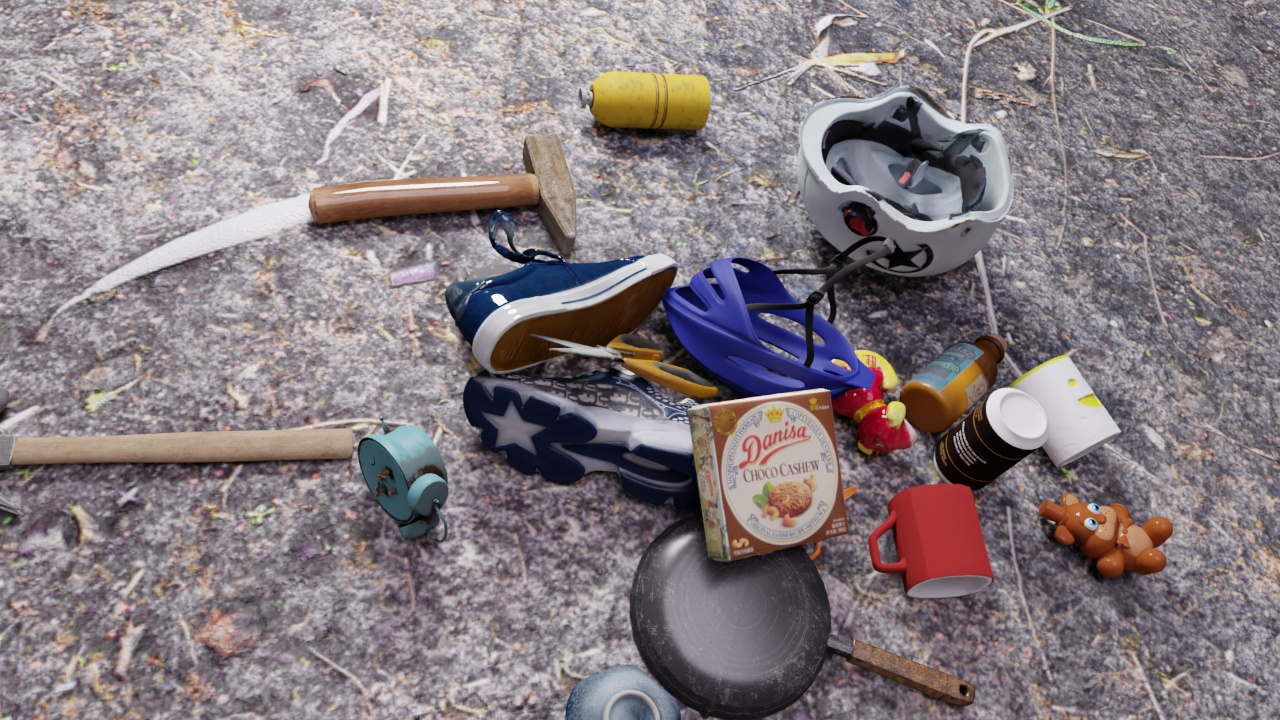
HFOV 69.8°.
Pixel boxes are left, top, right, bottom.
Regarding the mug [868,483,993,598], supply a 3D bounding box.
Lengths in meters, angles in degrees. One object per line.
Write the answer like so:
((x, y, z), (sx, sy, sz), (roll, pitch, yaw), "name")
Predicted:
((0.291, 0.186, 0.943), (0.116, 0.081, 0.096), (0, 60, -7), "mug")

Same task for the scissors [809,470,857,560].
((0.176, 0.151, 0.973), (0.084, 0.012, 0.132), (38, 59, 8), "scissors")

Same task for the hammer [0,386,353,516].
((-0.439, 0.081, 0.850), (0.330, 0.031, 0.119), (1, 60, -18), "hammer")

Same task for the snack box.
((0.124, 0.107, 0.882), (0.143, 0.041, 0.147), (-5, 86, -28), "snack box")

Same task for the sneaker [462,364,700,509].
((-0.042, 0.051, 0.939), (0.269, 0.103, 0.132), (17, 42, -5), "sneaker")

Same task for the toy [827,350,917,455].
((0.249, 0.043, 1.031), (0.105, 0.067, 0.137), (-11, 55, -13), "toy")

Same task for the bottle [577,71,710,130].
((0.002, -0.337, 1.187), (0.163, 0.071, 0.071), (-2, 60, -16), "bottle")

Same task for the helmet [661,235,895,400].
((0.154, -0.060, 0.969), (0.241, 0.228, 0.147), (33, 31, 7), "helmet")

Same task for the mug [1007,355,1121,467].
((0.491, 0.059, 1.070), (0.082, 0.083, 0.106), (-18, 67, -24), "mug")

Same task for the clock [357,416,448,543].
((-0.212, 0.114, 0.848), (0.053, 0.090, 0.124), (-29, 70, -38), "clock")

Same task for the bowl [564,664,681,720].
((-0.012, 0.317, 0.797), (0.110, 0.055, 0.110), (6, 58, -10), "bowl")

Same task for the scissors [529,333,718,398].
((-0.010, 0.002, 0.921), (0.166, 0.016, 0.224), (32, 15, 25), "scissors")

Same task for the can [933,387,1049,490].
((0.378, 0.088, 0.994), (0.072, 0.129, 0.071), (7, 58, -11), "can")

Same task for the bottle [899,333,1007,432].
((0.375, 0.017, 1.073), (0.156, 0.068, 0.068), (-34, 73, -29), "bottle")

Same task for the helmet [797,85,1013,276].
((0.307, -0.205, 1.134), (0.264, 0.164, 0.235), (20, 52, 5), "helmet")

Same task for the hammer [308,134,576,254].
((-0.223, -0.184, 1.054), (0.300, 0.037, 0.157), (-7, 62, -18), "hammer")

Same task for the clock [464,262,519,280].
((-0.151, -0.054, 0.990), (0.091, 0.044, 0.122), (1, 61, -17), "clock")

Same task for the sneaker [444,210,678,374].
((-0.081, -0.082, 0.961), (0.293, 0.121, 0.127), (-19, 55, -45), "sneaker")

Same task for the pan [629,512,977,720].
((0.164, 0.263, 0.882), (0.357, 0.040, 0.207), (19, 60, -1), "pan")

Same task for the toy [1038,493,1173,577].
((0.509, 0.186, 1.011), (0.128, 0.065, 0.094), (26, 53, 7), "toy")
